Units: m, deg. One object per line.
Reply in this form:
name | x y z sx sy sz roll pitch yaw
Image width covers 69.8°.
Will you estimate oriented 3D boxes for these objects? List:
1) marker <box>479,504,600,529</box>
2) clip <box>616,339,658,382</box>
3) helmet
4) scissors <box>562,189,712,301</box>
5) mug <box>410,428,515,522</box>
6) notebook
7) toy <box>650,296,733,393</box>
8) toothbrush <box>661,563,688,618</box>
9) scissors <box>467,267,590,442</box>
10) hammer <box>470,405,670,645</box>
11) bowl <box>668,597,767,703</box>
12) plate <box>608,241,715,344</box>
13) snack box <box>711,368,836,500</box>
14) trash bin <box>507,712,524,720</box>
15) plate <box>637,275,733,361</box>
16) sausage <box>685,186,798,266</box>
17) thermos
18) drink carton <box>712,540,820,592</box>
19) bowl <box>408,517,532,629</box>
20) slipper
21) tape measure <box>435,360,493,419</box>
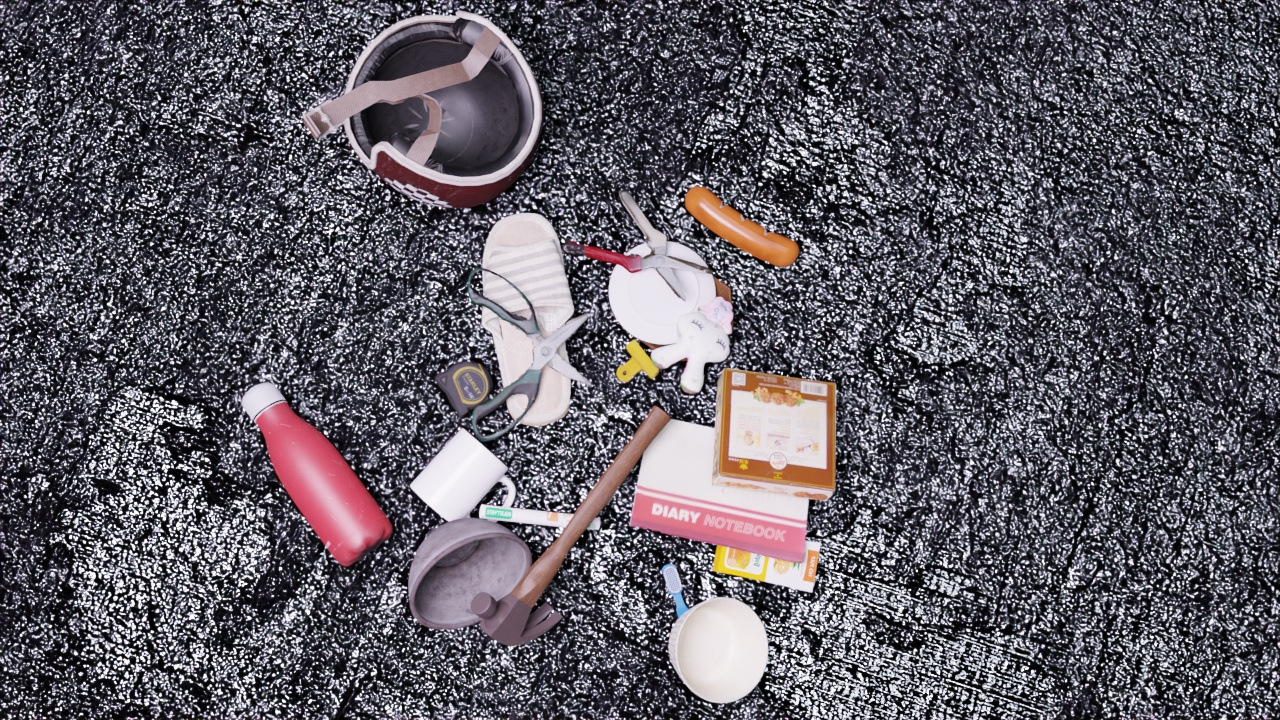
marker | -0.119 0.188 1.094 0.145 0.017 0.017 10 78 -20
clip | -0.006 0.006 1.157 0.054 0.048 0.046 50 39 5
helmet | -0.235 -0.289 1.078 0.233 0.254 0.233 32 83 -22
scissors | -0.004 -0.147 1.156 0.199 0.015 0.179 -1 59 9
mug | -0.203 0.151 1.095 0.110 0.074 0.090 46 78 -21
notebook | 0.102 0.153 1.110 0.209 0.012 0.152 12 57 -1
toy | 0.072 -0.024 1.128 0.079 0.038 0.122 35 84 -1
toothbrush | 0.059 0.326 1.100 0.016 0.014 0.166 -18 81 -7
scissors | -0.160 -0.015 1.110 0.201 0.015 0.205 -42 88 -3
hammer | -0.069 0.189 1.068 0.033 0.115 0.322 28 76 41
bowl | 0.083 0.333 1.066 0.115 0.063 0.115 4 77 -20
plate | 0.028 -0.087 1.152 0.134 0.011 0.134 1 79 -3
snack box | 0.164 0.090 1.121 0.143 0.041 0.146 8 63 -3
trash bin | -0.058 0.496 0.982 0.210 0.184 0.184 15 78 -6
plate | 0.054 -0.059 1.168 0.131 0.025 0.131 1 79 -3
sausage | 0.129 -0.171 1.188 0.164 0.039 0.044 32 76 3
thermos | -0.388 0.127 1.080 0.073 0.073 0.240 -37 83 -10
drink carton | 0.155 0.238 1.109 0.122 0.040 0.058 13 78 -1
bowl | -0.204 0.233 1.054 0.145 0.145 0.067 -33 47 -9
slipper | -0.139 -0.055 1.145 0.114 0.054 0.272 -6 80 0
tape measure | -0.213 0.031 1.130 0.061 0.034 0.061 -30 91 -5
